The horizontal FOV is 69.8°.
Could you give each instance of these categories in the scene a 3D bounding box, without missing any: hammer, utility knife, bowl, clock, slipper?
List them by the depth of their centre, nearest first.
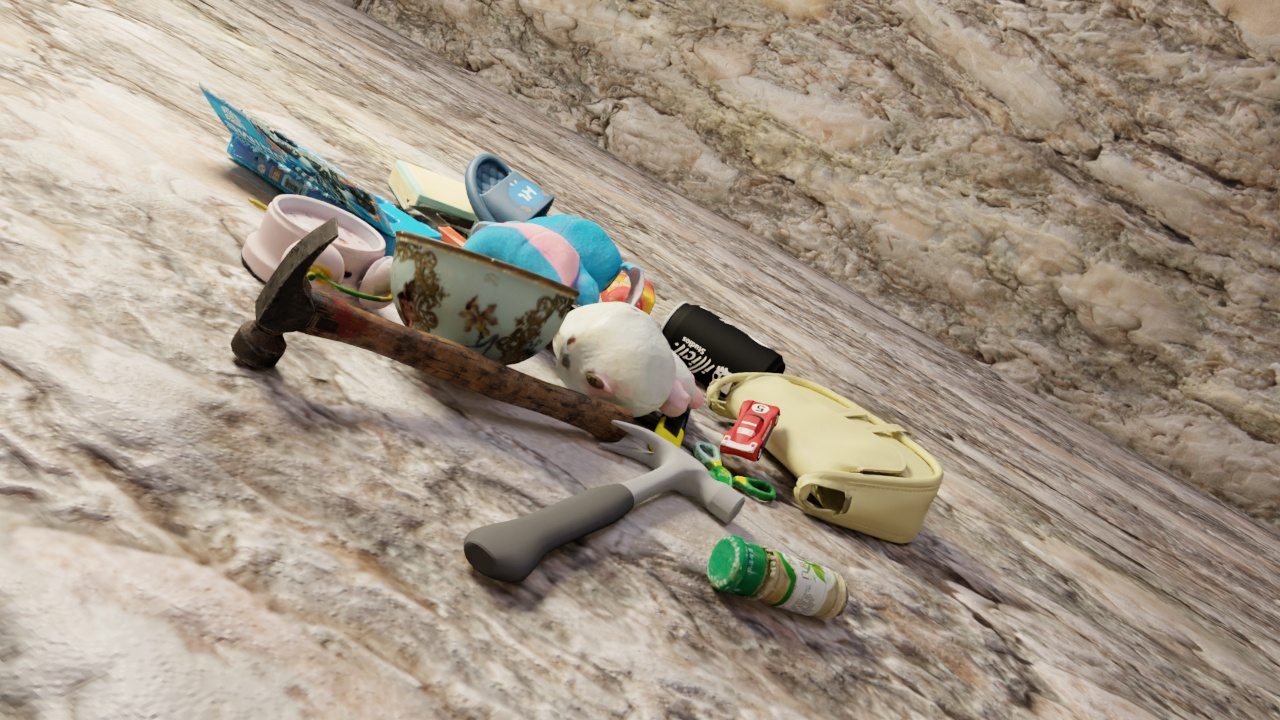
[{"bbox_3d":[-0.028,0.103,0.670,0.125,0.030,0.310,35,18,20],"label":"hammer"},{"bbox_3d":[-0.126,0.002,0.707,0.330,0.120,0.033,24,29,-39],"label":"hammer"},{"bbox_3d":[-0.141,-0.040,0.772,0.160,0.094,0.160,18,1,-1],"label":"bowl"},{"bbox_3d":[-0.272,-0.088,0.797,0.116,0.059,0.158,10,25,-47],"label":"clock"},{"bbox_3d":[0.033,0.061,0.919,0.029,0.020,0.174,30,15,0],"label":"utility knife"},{"bbox_3d":[-0.145,-0.093,1.084,0.333,0.033,0.132,34,16,15],"label":"hammer"},{"bbox_3d":[-0.145,-0.181,1.186,0.213,0.059,0.103,50,43,-5],"label":"slipper"}]

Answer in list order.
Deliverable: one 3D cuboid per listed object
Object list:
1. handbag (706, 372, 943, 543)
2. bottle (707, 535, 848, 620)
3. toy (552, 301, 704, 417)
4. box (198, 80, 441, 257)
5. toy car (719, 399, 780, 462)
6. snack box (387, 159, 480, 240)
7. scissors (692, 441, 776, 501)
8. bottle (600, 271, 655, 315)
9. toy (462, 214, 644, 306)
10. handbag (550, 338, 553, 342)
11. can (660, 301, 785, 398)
[{"bbox_3d":[0.196,0.090,0.979,0.190,0.089,0.233,11,23,-38],"label":"handbag"},{"bbox_3d":[0.103,0.163,0.677,0.110,0.043,0.042,22,17,-25],"label":"bottle"},{"bbox_3d":[-0.005,0.005,0.890,0.179,0.101,0.139,25,17,-44],"label":"toy"},{"bbox_3d":[-0.351,-0.190,0.989,0.243,0.060,0.175,32,0,14],"label":"box"},{"bbox_3d":[0.110,0.067,0.911,0.038,0.025,0.089,14,40,20],"label":"toy car"},{"bbox_3d":[-0.233,-0.203,1.245,0.193,0.044,0.141,17,21,-34],"label":"snack box"},{"bbox_3d":[0.073,0.104,0.862,0.126,0.012,0.123,16,19,-42],"label":"scissors"},{"bbox_3d":[-0.018,-0.081,1.217,0.071,0.048,0.134,28,16,-1],"label":"bottle"},{"bbox_3d":[-0.108,-0.111,0.994,0.224,0.099,0.191,27,21,18],"label":"toy"},{"bbox_3d":[-0.159,-0.070,0.984,0.178,0.027,0.084,27,13,-5],"label":"handbag"},{"bbox_3d":[0.097,-0.005,1.114,0.146,0.080,0.080,33,17,17],"label":"can"}]
